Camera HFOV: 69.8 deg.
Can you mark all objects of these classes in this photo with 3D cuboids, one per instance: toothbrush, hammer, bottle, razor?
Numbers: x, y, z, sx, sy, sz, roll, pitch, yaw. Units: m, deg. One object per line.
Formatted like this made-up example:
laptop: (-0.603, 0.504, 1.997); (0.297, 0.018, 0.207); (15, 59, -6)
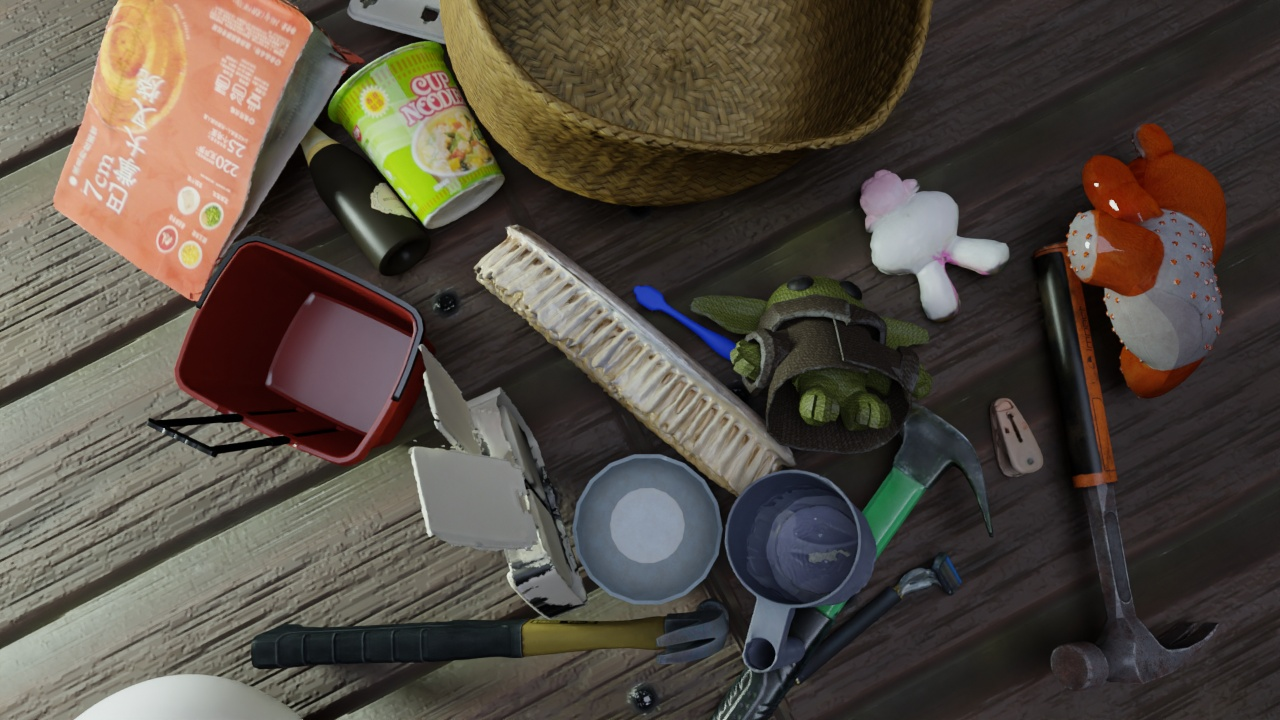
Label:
toothbrush: (0.071, -0.005, 0.697); (0.182, 0.018, 0.016); (33, 85, 1)
hammer: (0.335, 0.066, 0.664); (0.137, 0.035, 0.314); (2, 76, -24)
hammer: (-0.105, 0.194, 0.638); (0.333, 0.118, 0.025); (-4, 84, 6)
bottle: (-0.232, -0.145, 0.700); (0.045, 0.045, 0.184); (-40, 78, -4)
razor: (0.168, 0.189, 0.672); (0.144, 0.022, 0.043); (-35, 125, 1)
hammer: (0.129, 0.176, 0.656); (0.130, 0.032, 0.318); (36, 90, 25)

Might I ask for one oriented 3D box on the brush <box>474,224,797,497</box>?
brush: (-0.004, 0.004, 0.661); (0.271, 0.083, 0.056); (40, 85, 4)

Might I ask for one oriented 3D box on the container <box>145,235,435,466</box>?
container: (-0.225, -0.003, 0.605); (0.148, 0.201, 0.127); (25, 85, 3)

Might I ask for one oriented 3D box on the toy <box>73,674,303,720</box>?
toy: (-0.284, 0.340, 0.545); (0.280, 0.263, 0.265); (44, 88, -13)

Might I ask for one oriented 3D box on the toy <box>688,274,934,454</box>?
toy: (0.128, -0.003, 0.633); (0.179, 0.152, 0.078); (7, 127, -6)

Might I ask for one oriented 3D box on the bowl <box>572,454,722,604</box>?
bowl: (0.005, 0.122, 0.670); (0.106, 0.039, 0.106); (0, 84, 1)

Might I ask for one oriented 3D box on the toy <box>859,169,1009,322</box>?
toy: (0.212, -0.092, 0.692); (0.079, 0.038, 0.122); (-42, 85, 9)

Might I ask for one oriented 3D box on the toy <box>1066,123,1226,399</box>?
toy: (0.359, -0.077, 0.649); (0.164, 0.093, 0.172); (50, 53, -25)

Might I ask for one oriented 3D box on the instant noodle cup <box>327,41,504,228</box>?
instant noodle cup: (-0.159, -0.162, 0.680); (0.099, 0.099, 0.108); (-34, 92, -3)

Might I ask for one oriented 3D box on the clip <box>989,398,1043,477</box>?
clip: (0.275, 0.057, 0.673); (0.024, 0.041, 0.061); (-16, 89, -3)

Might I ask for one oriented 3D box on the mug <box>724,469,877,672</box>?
mug: (0.104, 0.140, 0.600); (0.084, 0.104, 0.123); (12, 80, 23)

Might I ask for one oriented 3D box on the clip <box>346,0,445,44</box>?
clip: (-0.142, -0.297, 0.718); (0.126, 0.096, 0.152); (16, 64, 1)

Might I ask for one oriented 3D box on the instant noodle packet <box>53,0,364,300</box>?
instant noodle packet: (-0.334, -0.174, 0.676); (0.164, 0.084, 0.221); (30, 92, 14)

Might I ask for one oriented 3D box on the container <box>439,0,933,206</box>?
container: (0.018, -0.258, 0.606); (0.306, 0.197, 0.307); (0, 90, -17)

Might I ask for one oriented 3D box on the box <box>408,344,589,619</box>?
box: (-0.094, 0.080, 0.590); (0.050, 0.184, 0.143); (-23, 57, 0)
